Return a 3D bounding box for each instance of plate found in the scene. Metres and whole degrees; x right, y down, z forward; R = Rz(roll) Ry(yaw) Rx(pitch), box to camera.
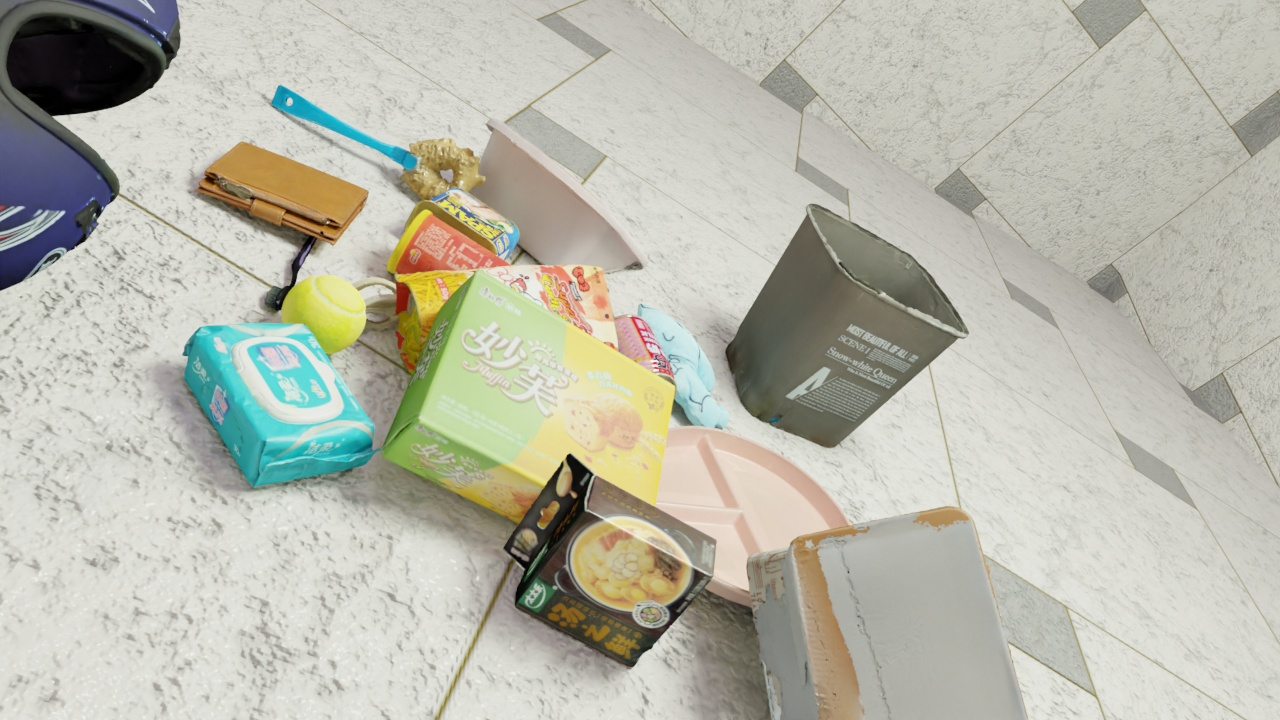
[{"bbox_3d":[0.092,0.142,0.841,0.229,0.028,0.229,17,29,-10],"label":"plate"}]

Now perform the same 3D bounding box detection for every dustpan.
[{"bbox_3d":[-0.086,-0.210,1.128,0.222,0.139,0.272,38,29,7],"label":"dustpan"}]

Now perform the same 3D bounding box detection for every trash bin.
[{"bbox_3d":[0.233,-0.032,1.110,0.199,0.220,0.198,23,29,-22],"label":"trash bin"}]

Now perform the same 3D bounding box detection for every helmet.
[{"bbox_3d":[-0.435,-0.149,0.537,0.314,0.248,0.240,-5,90,-42],"label":"helmet"}]

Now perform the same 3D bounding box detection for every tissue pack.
[{"bbox_3d":[-0.258,0.030,0.659,0.133,0.050,0.093,48,30,23],"label":"tissue pack"}]

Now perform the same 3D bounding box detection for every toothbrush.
[{"bbox_3d":[-0.312,-0.095,0.839,0.016,0.014,0.188,3,33,-6],"label":"toothbrush"}]

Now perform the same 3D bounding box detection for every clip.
[{"bbox_3d":[-0.219,-0.052,0.842,0.099,0.071,0.034,-5,42,-43],"label":"clip"}]

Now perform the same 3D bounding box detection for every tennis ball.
[{"bbox_3d":[-0.258,-0.037,0.748,0.065,0.066,0.065,26,29,-16],"label":"tennis ball"}]

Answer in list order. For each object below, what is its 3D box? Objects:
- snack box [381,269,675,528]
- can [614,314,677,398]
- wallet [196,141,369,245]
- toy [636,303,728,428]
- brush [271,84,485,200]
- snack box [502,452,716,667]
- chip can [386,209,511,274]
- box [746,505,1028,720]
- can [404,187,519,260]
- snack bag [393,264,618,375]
[{"bbox_3d":[-0.080,0.047,0.737,0.210,0.070,0.157,31,47,-22],"label":"snack box"},{"bbox_3d":[-0.006,0.006,0.954,0.066,0.067,0.093,13,34,-35],"label":"can"},{"bbox_3d":[-0.339,-0.162,0.882,0.131,0.031,0.107,20,30,-10],"label":"wallet"},{"bbox_3d":[0.047,0.004,1.031,0.161,0.050,0.156,48,19,-9],"label":"toy"},{"bbox_3d":[-0.298,-0.246,1.040,0.254,0.083,0.045,25,12,-4],"label":"brush"},{"bbox_3d":[-0.027,0.146,0.661,0.125,0.113,0.053,29,29,-9],"label":"snack box"},{"bbox_3d":[-0.140,-0.064,0.912,0.216,0.073,0.073,31,28,-7],"label":"chip can"},{"bbox_3d":[0.186,0.206,0.656,0.154,0.188,0.182,8,68,-41],"label":"box"},{"bbox_3d":[-0.190,-0.137,0.990,0.102,0.057,0.083,34,26,-3],"label":"can"},{"bbox_3d":[-0.116,-0.033,0.840,0.207,0.073,0.128,-4,71,-31],"label":"snack bag"}]
